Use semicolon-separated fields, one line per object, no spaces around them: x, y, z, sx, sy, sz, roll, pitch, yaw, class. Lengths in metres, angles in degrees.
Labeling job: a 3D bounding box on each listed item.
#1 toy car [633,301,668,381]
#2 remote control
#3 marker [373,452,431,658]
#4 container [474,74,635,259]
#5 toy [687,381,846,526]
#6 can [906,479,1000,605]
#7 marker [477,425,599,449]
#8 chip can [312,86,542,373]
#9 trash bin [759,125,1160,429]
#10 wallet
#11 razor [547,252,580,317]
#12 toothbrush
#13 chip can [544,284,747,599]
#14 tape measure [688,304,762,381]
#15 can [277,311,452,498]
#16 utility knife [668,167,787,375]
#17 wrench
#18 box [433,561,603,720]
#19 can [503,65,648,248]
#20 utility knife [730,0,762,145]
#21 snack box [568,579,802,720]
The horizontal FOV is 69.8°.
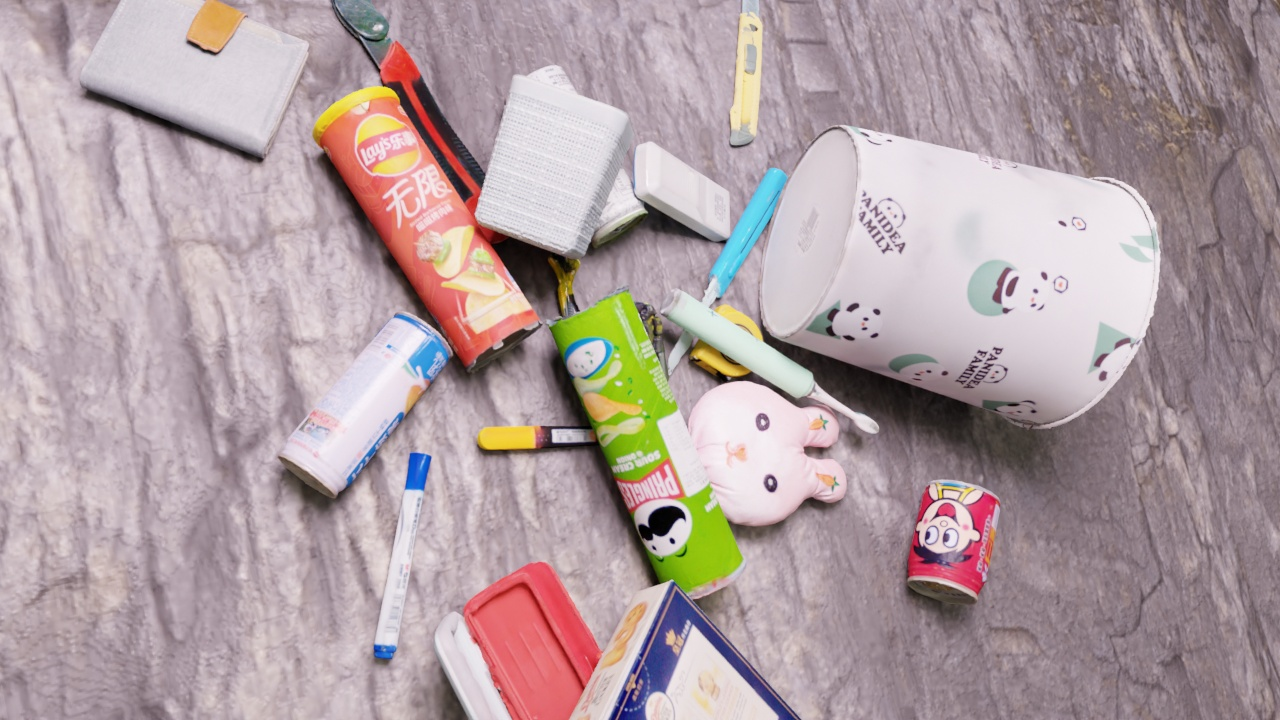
-0.005;0.004;0.756;0.048;0.032;0.105;-9;91;-18;toy car
0.039;-0.144;0.791;0.124;0.024;0.049;19;67;-51;remote control
-0.171;0.138;0.660;0.017;0.017;0.145;13;71;-19;marker
-0.066;-0.141;0.697;0.090;0.090;0.111;19;94;2;container
0.112;0.077;0.775;0.159;0.054;0.121;0;76;-31;toy
0.275;0.160;0.808;0.066;0.067;0.093;26;68;-14;can
-0.068;0.060;0.725;0.123;0.015;0.018;0;77;-25;marker
-0.160;-0.098;0.699;0.073;0.073;0.216;-34;91;-26;chip can
0.253;-0.077;0.788;0.251;0.230;0.229;13;71;-13;trash bin
-0.326;-0.223;0.683;0.129;0.037;0.106;20;70;-17;wallet
-0.055;-0.041;0.754;0.042;0.022;0.142;6;70;-59;razor
0.114;0.006;0.776;0.224;0.027;0.026;31;106;-14;toothbrush
0.005;0.063;0.703;0.072;0.072;0.236;-25;94;-26;chip can
0.076;-0.013;0.795;0.057;0.029;0.060;32;74;-13;tape measure
-0.196;0.031;0.658;0.053;0.053;0.134;38;65;-9;can
0.077;-0.083;0.817;0.018;0.034;0.233;18;64;30;utility knife
-0.181;-0.216;0.753;0.056;0.016;0.273;-27;87;-26;wrench
-0.059;0.248;0.628;0.110;0.100;0.201;-28;88;-16;box
-0.054;-0.170;0.769;0.058;0.058;0.146;-31;89;-26;can
0.104;-0.297;0.896;0.031;0.021;0.201;13;67;-25;utility knife
0.032;0.281;0.639;0.182;0.046;0.177;49;42;-14;snack box
